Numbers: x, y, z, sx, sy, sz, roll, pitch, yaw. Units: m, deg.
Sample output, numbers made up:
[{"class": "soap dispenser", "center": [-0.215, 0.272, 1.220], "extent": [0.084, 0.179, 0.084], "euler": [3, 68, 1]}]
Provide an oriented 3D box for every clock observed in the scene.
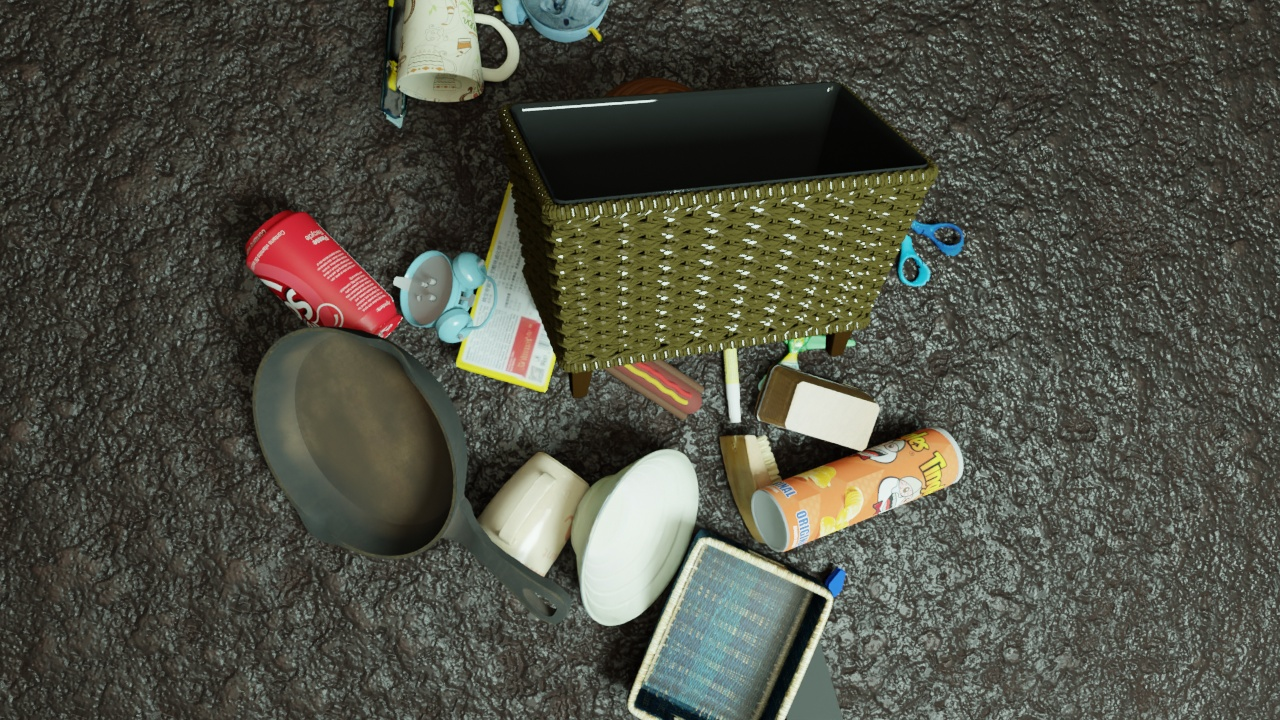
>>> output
[{"class": "clock", "center": [-0.181, -0.062, 0.865], "extent": [0.123, 0.042, 0.087], "euler": [15, 89, 37]}, {"class": "clock", "center": [-0.086, -0.362, 0.892], "extent": [0.124, 0.051, 0.089], "euler": [18, 91, -5]}]

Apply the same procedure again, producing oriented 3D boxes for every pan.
[{"class": "pan", "center": [-0.200, 0.109, 0.827], "extent": [0.356, 0.043, 0.249], "euler": [37, 122, 8]}]

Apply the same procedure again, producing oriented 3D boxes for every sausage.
[{"class": "sausage", "center": [-0.005, 0.005, 0.915], "extent": [0.155, 0.040, 0.040], "euler": [33, 88, -5]}]

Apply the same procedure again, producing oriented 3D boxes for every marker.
[{"class": "marker", "center": [0.092, -0.003, 0.937], "extent": [0.014, 0.014, 0.132], "euler": [-5, 92, -6]}]

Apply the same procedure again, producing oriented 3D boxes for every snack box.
[{"class": "snack box", "center": [-0.109, -0.077, 0.901], "extent": [0.092, 0.042, 0.200], "euler": [16, 90, -6]}]

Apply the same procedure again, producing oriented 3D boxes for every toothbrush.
[{"class": "toothbrush", "center": [0.164, 0.297, 0.937], "extent": [0.016, 0.011, 0.186], "euler": [28, 87, -5]}]

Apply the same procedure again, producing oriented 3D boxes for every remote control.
[{"class": "remote control", "center": [0.167, 0.328, 0.953], "extent": [0.058, 0.013, 0.133], "euler": [-16, 93, -5]}]

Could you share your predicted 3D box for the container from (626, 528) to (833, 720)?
[{"class": "container", "center": [0.087, 0.279, 0.905], "extent": [0.145, 0.071, 0.187], "euler": [24, 89, 4]}]

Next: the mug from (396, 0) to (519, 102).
[{"class": "mug", "center": [-0.172, -0.306, 0.880], "extent": [0.121, 0.081, 0.097], "euler": [1, 86, -29]}]

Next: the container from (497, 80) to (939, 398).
[{"class": "container", "center": [0.053, -0.103, 0.801], "extent": [0.320, 0.176, 0.205], "euler": [-9, 132, -16]}]

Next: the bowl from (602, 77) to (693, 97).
[{"class": "bowl", "center": [0.024, -0.209, 0.879], "extent": [0.147, 0.069, 0.147], "euler": [3, 82, -19]}]

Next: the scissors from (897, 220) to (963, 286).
[{"class": "scissors", "center": [0.282, -0.150, 0.956], "extent": [0.086, 0.015, 0.135], "euler": [-31, 90, 0]}]

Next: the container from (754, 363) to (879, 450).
[{"class": "container", "center": [0.181, 0.050, 0.917], "extent": [0.114, 0.061, 0.063], "euler": [17, 95, -12]}]

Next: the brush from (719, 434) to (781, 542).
[{"class": "brush", "center": [0.120, 0.127, 0.927], "extent": [0.039, 0.049, 0.117], "euler": [-19, 93, -28]}]

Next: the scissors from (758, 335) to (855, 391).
[{"class": "scissors", "center": [0.162, -0.012, 0.945], "extent": [0.128, 0.012, 0.119], "euler": [3, 93, -6]}]

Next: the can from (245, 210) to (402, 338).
[{"class": "can", "center": [-0.298, -0.071, 0.865], "extent": [0.074, 0.074, 0.142], "euler": [-45, 95, -3]}]

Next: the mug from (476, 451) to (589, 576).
[{"class": "mug", "center": [-0.102, 0.143, 0.873], "extent": [0.085, 0.111, 0.104], "euler": [33, 79, 9]}]

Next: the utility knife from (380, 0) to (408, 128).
[{"class": "utility knife", "center": [-0.234, -0.313, 0.895], "extent": [0.029, 0.020, 0.171], "euler": [5, 92, -4]}]

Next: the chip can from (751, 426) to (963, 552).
[{"class": "chip can", "center": [0.214, 0.124, 0.901], "extent": [0.210, 0.062, 0.062], "euler": [-16, 93, -21]}]

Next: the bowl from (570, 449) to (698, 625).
[{"class": "bowl", "center": [-0.018, 0.161, 0.886], "extent": [0.058, 0.176, 0.176], "euler": [19, 89, 35]}]
